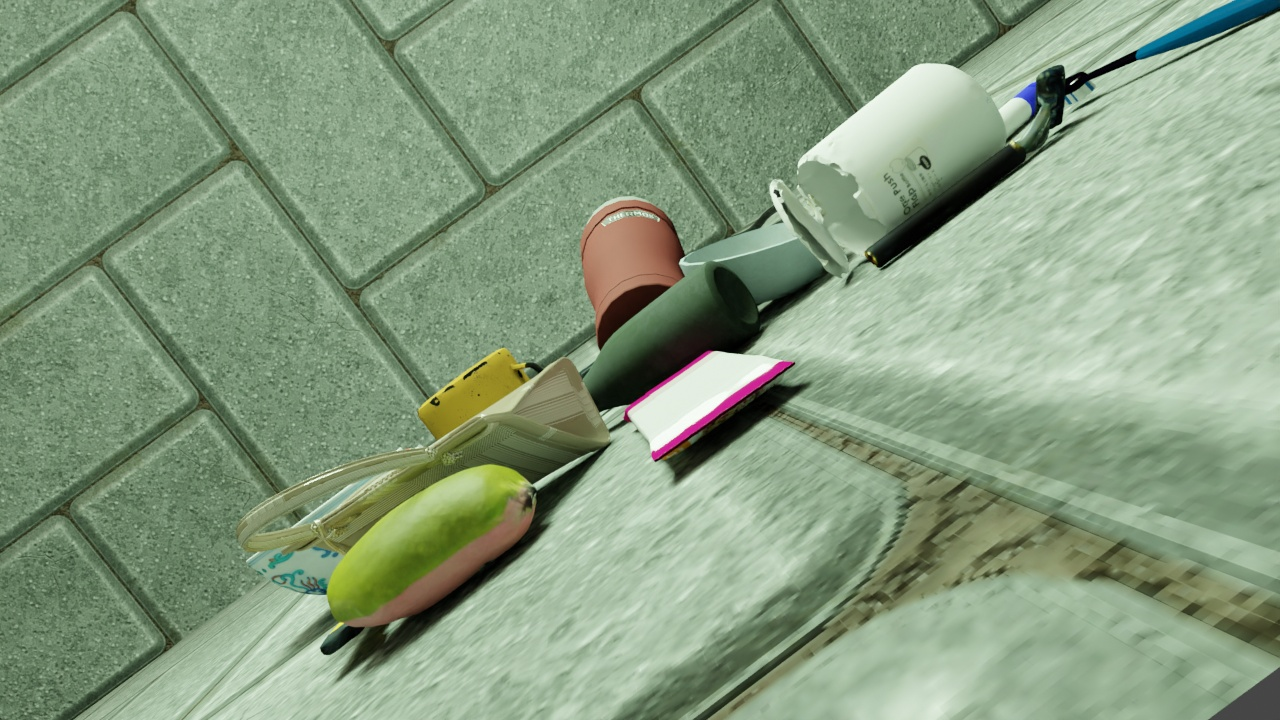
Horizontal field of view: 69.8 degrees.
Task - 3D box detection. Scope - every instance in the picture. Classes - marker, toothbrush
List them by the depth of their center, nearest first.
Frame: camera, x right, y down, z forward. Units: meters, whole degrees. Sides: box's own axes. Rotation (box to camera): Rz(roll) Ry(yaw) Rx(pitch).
[{"bbox_3d":[0.271,-0.162,0.468,0.014,0.014,0.168,-49,10,-12],"label":"toothbrush"},{"bbox_3d":[0.233,-0.150,0.614,0.141,0.020,0.020,-39,5,-29],"label":"marker"}]

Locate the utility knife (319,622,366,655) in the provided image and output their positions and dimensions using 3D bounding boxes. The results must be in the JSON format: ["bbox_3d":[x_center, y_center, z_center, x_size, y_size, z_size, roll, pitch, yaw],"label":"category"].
[{"bbox_3d":[-0.159,0.143,0.568,0.030,0.019,0.224,-32,3,-6],"label":"utility knife"}]

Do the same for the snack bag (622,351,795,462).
[{"bbox_3d":[0.026,0.019,0.459,0.070,0.016,0.196,-36,4,-3],"label":"snack bag"}]

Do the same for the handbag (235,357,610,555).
[{"bbox_3d":[-0.139,0.069,0.523,0.176,0.062,0.197,-32,-11,21],"label":"handbag"}]

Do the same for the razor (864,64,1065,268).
[{"bbox_3d":[0.179,-0.097,0.493,0.144,0.022,0.043,-41,-37,-5],"label":"razor"}]

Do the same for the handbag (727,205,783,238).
[{"bbox_3d":[0.081,-0.070,0.732,0.129,0.054,0.078,-31,11,31],"label":"handbag"}]

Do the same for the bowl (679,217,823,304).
[{"bbox_3d":[0.083,-0.065,0.633,0.106,0.039,0.106,-16,13,4],"label":"bowl"}]

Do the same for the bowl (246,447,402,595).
[{"bbox_3d":[-0.229,0.143,0.735,0.144,0.074,0.144,-36,5,3],"label":"bowl"}]

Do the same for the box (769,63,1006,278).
[{"bbox_3d":[0.135,-0.105,0.537,0.143,0.080,0.089,-38,20,-10],"label":"box"}]

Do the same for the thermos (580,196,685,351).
[{"bbox_3d":[-0.002,-0.052,0.722,0.084,0.108,0.198,-4,27,-4],"label":"thermos"}]

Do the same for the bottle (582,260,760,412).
[{"bbox_3d":[-0.004,0.004,0.606,0.175,0.055,0.055,-35,5,30],"label":"bottle"}]

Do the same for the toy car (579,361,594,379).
[{"bbox_3d":[-0.035,0.011,0.873,0.112,0.034,0.046,-36,5,-11],"label":"toy car"}]

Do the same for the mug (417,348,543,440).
[{"bbox_3d":[-0.121,0.045,0.797,0.124,0.094,0.100,-35,5,21],"label":"mug"}]

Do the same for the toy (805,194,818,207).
[{"bbox_3d":[0.153,-0.119,0.652,0.076,0.062,0.100,3,-2,-32],"label":"toy"}]

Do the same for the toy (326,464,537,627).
[{"bbox_3d":[-0.103,0.091,0.463,0.110,0.051,0.090,-34,2,10],"label":"toy"}]

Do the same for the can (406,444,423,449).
[{"bbox_3d":[-0.250,0.146,0.890,0.132,0.070,0.070,-38,5,-20],"label":"can"}]
